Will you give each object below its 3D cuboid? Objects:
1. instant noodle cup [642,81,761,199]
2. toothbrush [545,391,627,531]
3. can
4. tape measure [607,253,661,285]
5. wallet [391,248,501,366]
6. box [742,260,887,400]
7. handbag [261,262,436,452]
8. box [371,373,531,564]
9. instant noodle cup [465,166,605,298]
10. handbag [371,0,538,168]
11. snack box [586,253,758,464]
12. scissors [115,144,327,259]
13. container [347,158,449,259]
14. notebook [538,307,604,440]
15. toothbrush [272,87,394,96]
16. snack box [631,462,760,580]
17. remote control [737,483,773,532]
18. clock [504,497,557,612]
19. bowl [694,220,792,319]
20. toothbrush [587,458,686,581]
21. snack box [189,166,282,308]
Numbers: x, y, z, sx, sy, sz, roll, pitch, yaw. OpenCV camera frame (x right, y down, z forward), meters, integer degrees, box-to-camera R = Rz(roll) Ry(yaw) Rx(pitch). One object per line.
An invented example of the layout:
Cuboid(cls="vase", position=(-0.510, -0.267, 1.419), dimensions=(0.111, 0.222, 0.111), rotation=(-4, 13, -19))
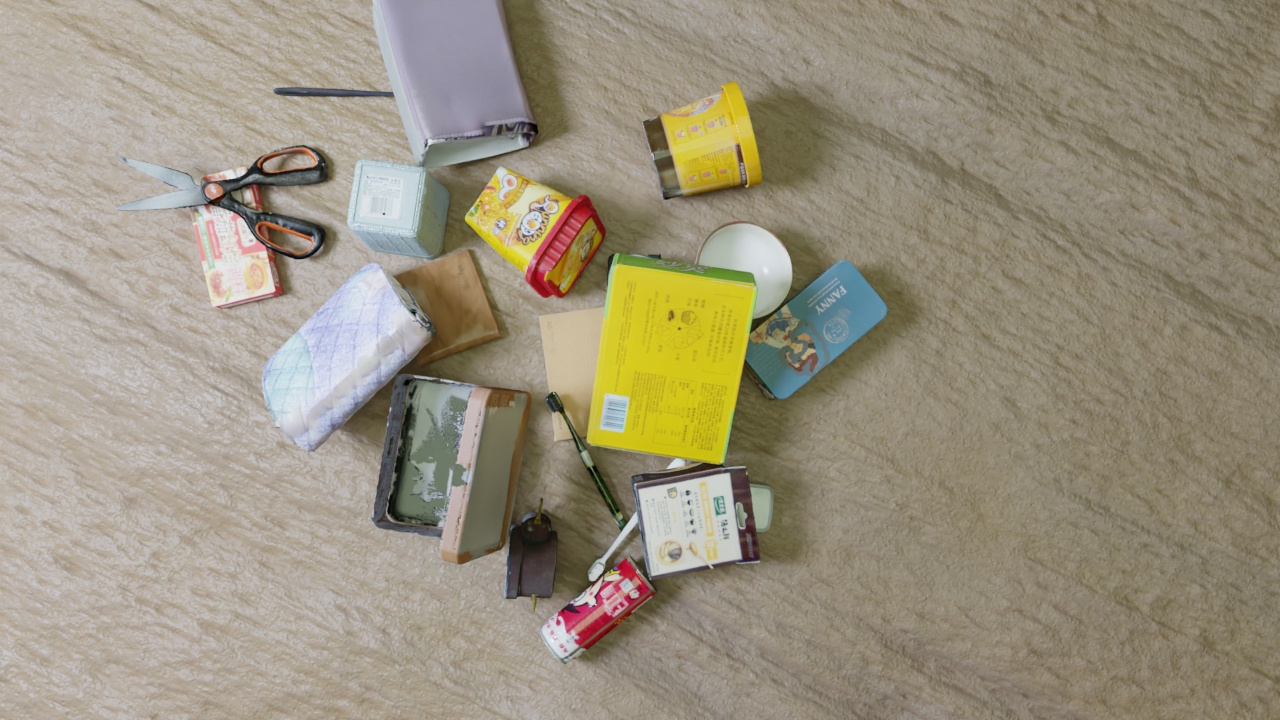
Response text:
Cuboid(cls="instant noodle cup", position=(0.069, -0.243, 1.049), dimensions=(0.114, 0.118, 0.118), rotation=(-16, 87, 4))
Cuboid(cls="toothbrush", position=(-0.061, 0.119, 1.058), dimensions=(0.012, 0.017, 0.186), rotation=(-26, 96, 27))
Cuboid(cls="can", position=(-0.048, 0.283, 1.041), dimensions=(0.132, 0.053, 0.053), rotation=(-38, 89, -4))
Cuboid(cls="tape measure", position=(-0.006, -0.091, 1.070), dimensions=(0.066, 0.033, 0.066), rotation=(-2, 77, 0))
Cuboid(cls="wallet", position=(-0.229, -0.063, 1.073), dimensions=(0.101, 0.020, 0.115), rotation=(-21, 85, -5))
Cuboid(cls="box", position=(0.199, -0.037, 1.066), dimensions=(0.184, 0.060, 0.090), rotation=(-41, 90, -2))
Cuboid(cls="handbag", position=(-0.320, -0.006, 1.008), dimensions=(0.194, 0.134, 0.075), rotation=(-43, 133, 3))
Cuboid(cls="box", position=(-0.205, 0.111, 0.976), dimensions=(0.156, 0.193, 0.183), rotation=(8, 86, -1))
Cuboid(cls="instant noodle cup", position=(-0.120, -0.149, 1.041), dimensions=(0.124, 0.116, 0.116), rotation=(33, 86, 12))
Cuboid(cls="handbag", position=(-0.211, -0.332, 1.048), dimensions=(0.144, 0.099, 0.197), rotation=(-15, 86, -19))
Cuboid(cls="snack box", position=(0.033, -0.002, 1.005), dimensions=(0.157, 0.070, 0.210), rotation=(8, 108, -1))
Cuboid(cls="scissors", position=(-0.458, -0.181, 1.038), dimensions=(0.221, 0.022, 0.210), rotation=(-34, 95, -21))
Cuboid(cls="container", position=(-0.272, -0.172, 1.030), dimensions=(0.090, 0.111, 0.090), rotation=(8, 86, -2))
Cuboid(cls="notebook", position=(-0.006, 0.006, 1.081), dimensions=(0.211, 0.012, 0.149), rotation=(-8, 86, -3))
Cuboid(cls="toothbrush", position=(-0.342, -0.319, 1.085), dimensions=(0.181, 0.016, 0.018), rotation=(-1, 81, -3))
Cuboid(cls="snack box", position=(0.060, 0.177, 1.026), dimensions=(0.125, 0.053, 0.113), rotation=(-10, 99, -6))
Cuboid(cls="remote control", position=(0.086, 0.166, 1.069), dimensions=(0.136, 0.020, 0.056), rotation=(7, 86, -1))
Cuboid(cls="clock", position=(-0.122, 0.214, 1.029), dimensions=(0.055, 0.082, 0.122), rotation=(6, 87, -6))
Cuboid(cls="bowl", position=(0.113, -0.099, 1.061), dimensions=(0.113, 0.062, 0.113), rotation=(1, 84, -9))
Cuboid(cls="toothbrush", position=(-0.004, 0.181, 1.052), dimensions=(0.016, 0.016, 0.180), rotation=(37, 93, -7))
Cuboid(cls="snack box", position=(-0.472, -0.142, 1.064), dimensions=(0.075, 0.025, 0.153), rotation=(-14, 87, -2))
